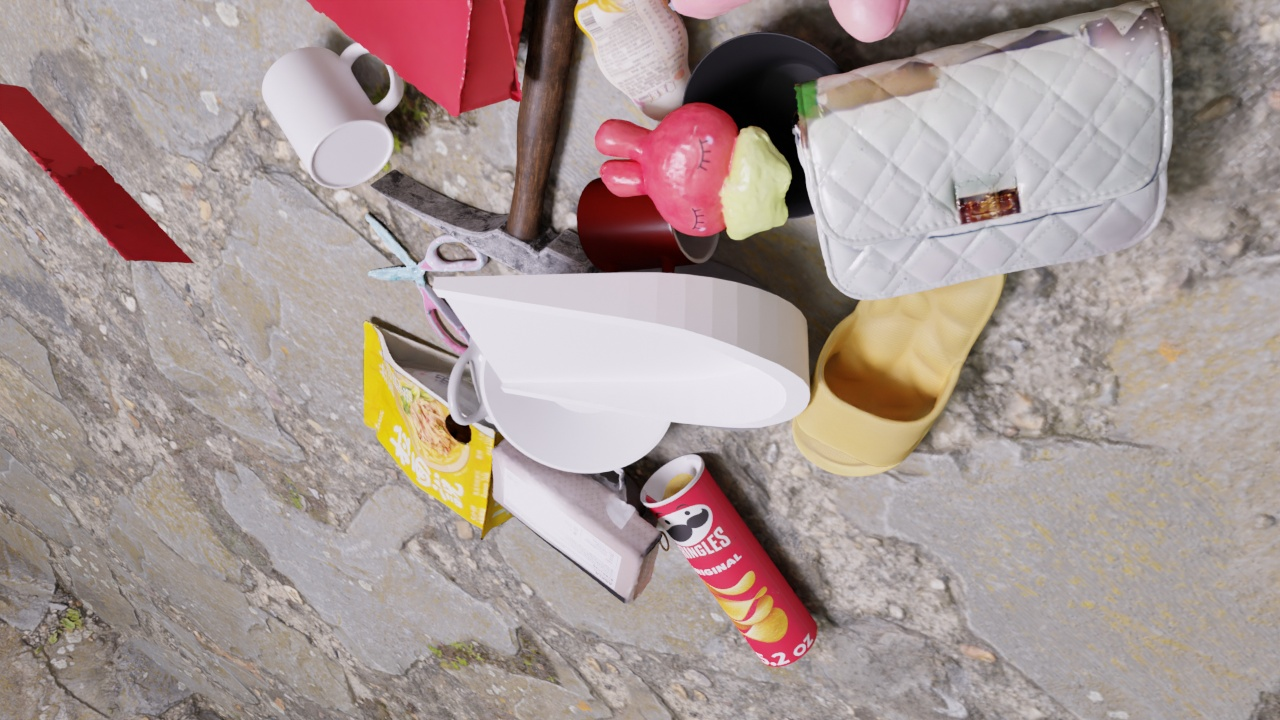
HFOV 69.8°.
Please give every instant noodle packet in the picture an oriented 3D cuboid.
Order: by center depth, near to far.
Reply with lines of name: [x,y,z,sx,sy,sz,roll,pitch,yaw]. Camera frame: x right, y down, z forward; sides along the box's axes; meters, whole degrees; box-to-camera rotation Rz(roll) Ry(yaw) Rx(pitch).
instant noodle packet: [-0.220,0.068,0.988,0.222,0.084,0.163,30,135,19]

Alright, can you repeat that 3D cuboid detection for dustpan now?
dustpan: [-0.004,0.004,0.692,0.258,0.053,0.192,-1,156,8]

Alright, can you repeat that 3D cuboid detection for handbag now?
handbag: [0.192,-0.111,0.518,0.195,0.072,0.139,-12,121,14]

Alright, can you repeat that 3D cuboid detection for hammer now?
hammer: [-0.109,-0.207,0.707,0.218,0.036,0.301,28,135,11]

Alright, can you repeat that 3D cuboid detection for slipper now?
slipper: [0.179,0.011,0.668,0.099,0.078,0.264,26,134,10]

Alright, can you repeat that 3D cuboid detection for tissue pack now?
tissue pack: [-0.057,0.140,0.879,0.181,0.071,0.104,36,141,23]

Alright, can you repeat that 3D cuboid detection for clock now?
clock: [-0.034,0.158,0.946,0.148,0.056,0.104,24,134,17]

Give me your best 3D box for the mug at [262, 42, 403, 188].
mug: [-0.245,-0.212,0.757,0.110,0.073,0.090,-40,70,10]

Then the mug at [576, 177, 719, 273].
mug: [0.003,-0.090,0.682,0.083,0.105,0.073,-1,158,34]

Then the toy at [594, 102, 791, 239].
toy: [0.034,-0.122,0.596,0.135,0.045,0.092,18,131,12]

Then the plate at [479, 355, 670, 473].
plate: [-0.054,0.018,0.821,0.174,0.036,0.174,3,118,6]

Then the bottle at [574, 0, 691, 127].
bottle: [0.003,-0.206,0.613,0.063,0.063,0.108,-10,118,39]

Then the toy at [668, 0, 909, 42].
toy: [0.088,-0.260,0.494,0.192,0.096,0.237,56,142,-5]

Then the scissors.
scissors: [-0.201,-0.082,0.889,0.176,0.013,0.170,-26,105,46]

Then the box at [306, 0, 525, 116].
box: [-0.086,-0.366,0.639,0.213,0.374,0.148,39,173,22]

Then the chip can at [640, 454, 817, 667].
chip can: [0.089,0.196,0.888,0.069,0.069,0.220,-19,114,42]

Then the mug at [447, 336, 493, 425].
mug: [-0.139,0.012,0.859,0.071,0.107,0.089,10,123,45]

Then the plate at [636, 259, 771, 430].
plate: [0.055,-0.008,0.781,0.178,0.012,0.179,18,133,20]

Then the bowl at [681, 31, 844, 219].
bowl: [0.094,-0.160,0.599,0.124,0.052,0.124,18,133,20]
